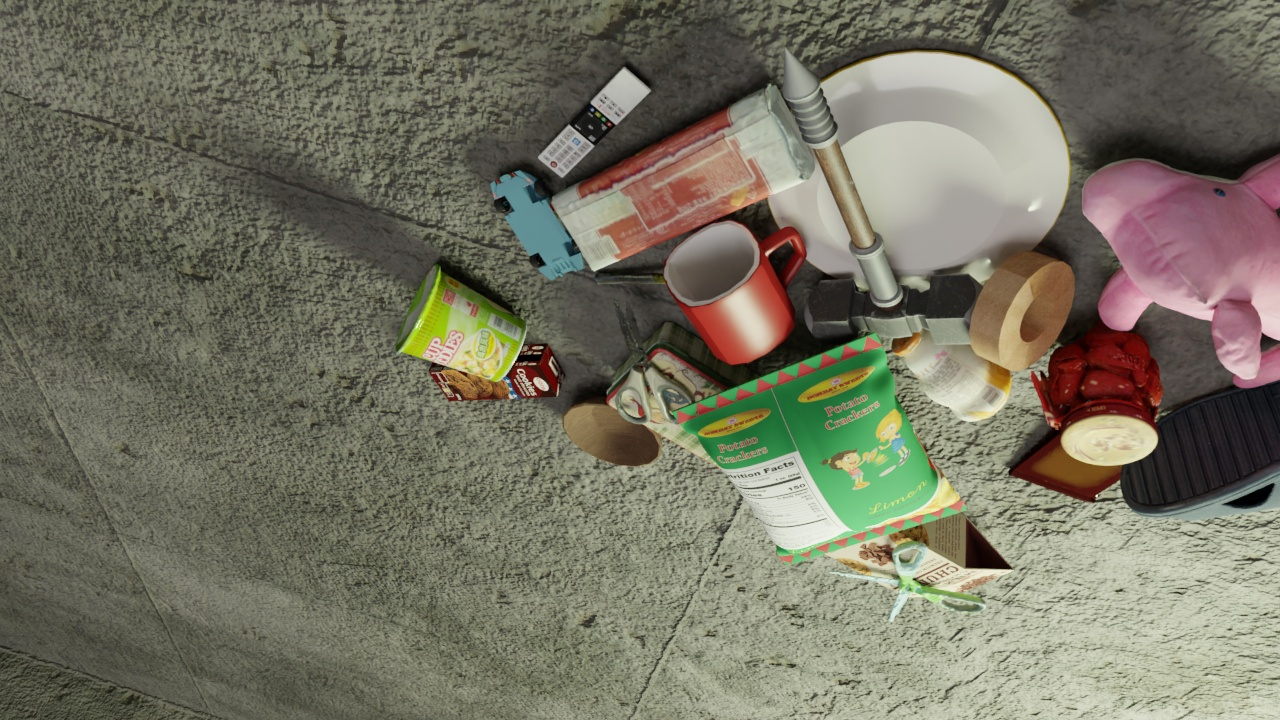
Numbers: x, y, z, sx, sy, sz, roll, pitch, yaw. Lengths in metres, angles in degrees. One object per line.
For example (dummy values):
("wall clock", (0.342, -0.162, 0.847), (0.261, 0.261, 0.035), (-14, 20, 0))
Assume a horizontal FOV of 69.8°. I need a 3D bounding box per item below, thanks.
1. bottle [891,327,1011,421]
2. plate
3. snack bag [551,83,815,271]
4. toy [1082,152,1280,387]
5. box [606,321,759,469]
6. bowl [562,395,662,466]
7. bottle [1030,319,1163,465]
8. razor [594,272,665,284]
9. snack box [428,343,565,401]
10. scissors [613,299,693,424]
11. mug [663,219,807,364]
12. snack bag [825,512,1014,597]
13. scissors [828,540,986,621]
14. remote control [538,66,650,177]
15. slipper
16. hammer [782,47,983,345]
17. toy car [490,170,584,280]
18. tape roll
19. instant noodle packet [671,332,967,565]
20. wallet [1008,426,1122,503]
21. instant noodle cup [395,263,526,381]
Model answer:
("bottle", (0.276, 0.007, 0.819), (0.108, 0.063, 0.063), (33, 137, -14))
("plate", (0.211, -0.132, 0.719), (0.230, 0.021, 0.230), (11, 139, 9))
("snack bag", (0.029, -0.144, 0.751), (0.226, 0.041, 0.077), (-19, 110, 35))
("toy", (0.425, -0.050, 0.652), (0.265, 0.127, 0.187), (25, 136, -15))
("box", (0.076, 0.050, 0.953), (0.205, 0.050, 0.118), (31, 139, -16))
("bowl", (-0.028, 0.073, 1.026), (0.118, 0.030, 0.118), (14, 144, 10))
("bottle", (0.377, 0.024, 0.763), (0.099, 0.111, 0.099), (11, 143, 8))
("razor", (0.003, -0.077, 0.856), (0.106, 0.042, 0.026), (3, 140, 31))
("snack box", (-0.159, 0.014, 1.013), (0.141, 0.031, 0.051), (-3, 135, 24))
("scissors", (0.012, 0.007, 0.886), (0.132, 0.012, 0.170), (19, 135, -4))
("mug", (0.091, -0.065, 0.786), (0.116, 0.080, 0.096), (-32, 141, 8))
("snack bag", (0.301, 0.204, 1.020), (0.206, 0.069, 0.095), (30, 138, -13))
("scissors", (0.293, 0.246, 1.007), (0.171, 0.021, 0.172), (9, 143, 7))
("remote control", (-0.039, -0.194, 0.752), (0.028, 0.011, 0.125), (37, 136, -20))
("slipper", (0.543, 0.069, 0.768), (0.082, 0.101, 0.264), (34, 132, -28))
("hammer", (0.157, -0.108, 0.677), (0.156, 0.043, 0.322), (0, 151, 29))
("toy car", (-0.089, -0.128, 0.834), (0.060, 0.027, 0.108), (-15, 119, 33))
("tape roll", (0.305, -0.039, 0.733), (0.027, 0.094, 0.094), (35, 158, 46))
("instant noodle packet", (0.176, 0.097, 0.874), (0.196, 0.090, 0.253), (-23, 125, 21))
("wallet", (0.432, 0.097, 0.896), (0.091, 0.018, 0.116), (19, 143, -1))
("instant noodle cup", (-0.179, -0.031, 0.931), (0.108, 0.098, 0.099), (26, 140, -20))
